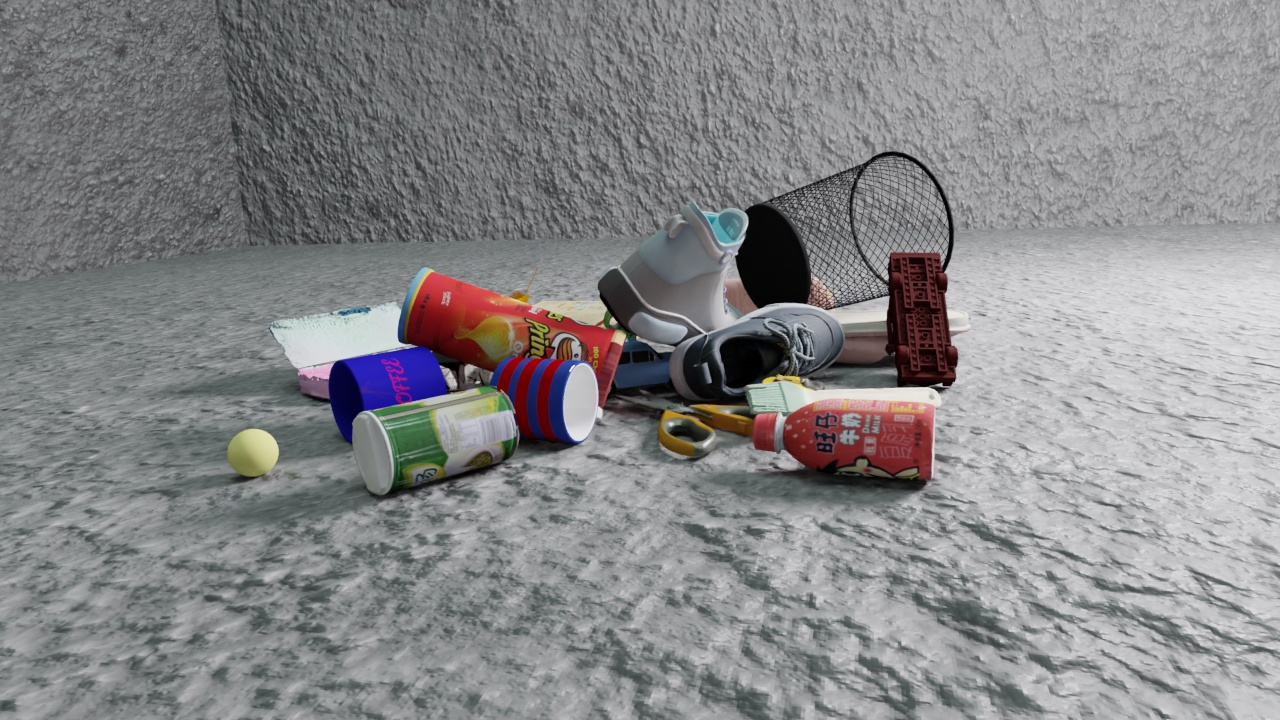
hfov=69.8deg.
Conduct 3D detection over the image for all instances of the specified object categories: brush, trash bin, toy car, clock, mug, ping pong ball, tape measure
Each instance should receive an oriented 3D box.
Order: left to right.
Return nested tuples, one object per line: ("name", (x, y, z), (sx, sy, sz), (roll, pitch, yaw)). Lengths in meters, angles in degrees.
("ping pong ball", (-0.327, 0.078, 0.775), (0.040, 0.040, 0.040), (-2, 12, 0))
("mug", (-0.250, 0.038, 0.888), (0.083, 0.079, 0.111), (-13, -12, -39))
("clock", (-0.201, 0.009, 1.006), (0.114, 0.065, 0.155), (-8, 13, -23))
("brush", (-0.174, -0.073, 1.257), (0.017, 0.126, 0.048), (31, 18, 6))
("mug", (-0.081, 0.040, 0.856), (0.076, 0.075, 0.112), (3, -13, 22))
("toy car", (-0.006, 0.006, 1.007), (0.153, 0.055, 0.056), (-6, 13, -16))
("tape measure", (0.144, 0.034, 0.889), (0.064, 0.037, 0.065), (1, 13, 15))
("trash bin", (0.243, -0.147, 1.139), (0.209, 0.184, 0.184), (-19, 18, -24))
("brush", (0.194, 0.036, 0.855), (0.217, 0.033, 0.012), (0, -32, -23))
("toy car", (0.307, -0.039, 1.015), (0.070, 0.062, 0.169), (1, 56, 7))

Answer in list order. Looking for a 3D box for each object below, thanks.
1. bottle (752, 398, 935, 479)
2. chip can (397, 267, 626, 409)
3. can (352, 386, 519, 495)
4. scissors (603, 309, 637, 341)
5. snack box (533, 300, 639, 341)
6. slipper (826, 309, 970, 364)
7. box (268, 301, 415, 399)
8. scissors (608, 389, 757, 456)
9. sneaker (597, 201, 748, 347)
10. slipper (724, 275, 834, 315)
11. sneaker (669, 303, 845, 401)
("bottle", (0.158, 0.060, 0.718), (0.138, 0.062, 0.061), (1, 13, 20))
("chip can", (-0.127, -0.021, 0.922), (0.213, 0.087, 0.087), (19, 13, 0))
("can", (-0.167, 0.063, 0.748), (0.120, 0.067, 0.067), (-12, 16, -39))
("scissors", (-0.011, -0.033, 1.080), (0.172, 0.021, 0.171), (-43, -18, -10))
("snack box", (-0.093, -0.040, 1.234), (0.153, 0.055, 0.207), (0, 12, 14))
("slipper", (0.257, -0.028, 1.115), (0.275, 0.054, 0.114), (-3, 12, 11))
("box", (-0.319, -0.009, 1.131), (0.161, 0.062, 0.229), (32, 31, 34))
("scissors", (0.054, 0.051, 0.881), (0.175, 0.016, 0.225), (-5, 13, -15))
("sneaker", (0.079, -0.087, 0.991), (0.256, 0.161, 0.093), (11, 38, -53))
("slipper", (0.179, -0.075, 1.280), (0.198, 0.093, 0.081), (3, 3, 28))
("sneaker", (0.139, -0.011, 0.966), (0.235, 0.089, 0.088), (-17, 5, -31))
